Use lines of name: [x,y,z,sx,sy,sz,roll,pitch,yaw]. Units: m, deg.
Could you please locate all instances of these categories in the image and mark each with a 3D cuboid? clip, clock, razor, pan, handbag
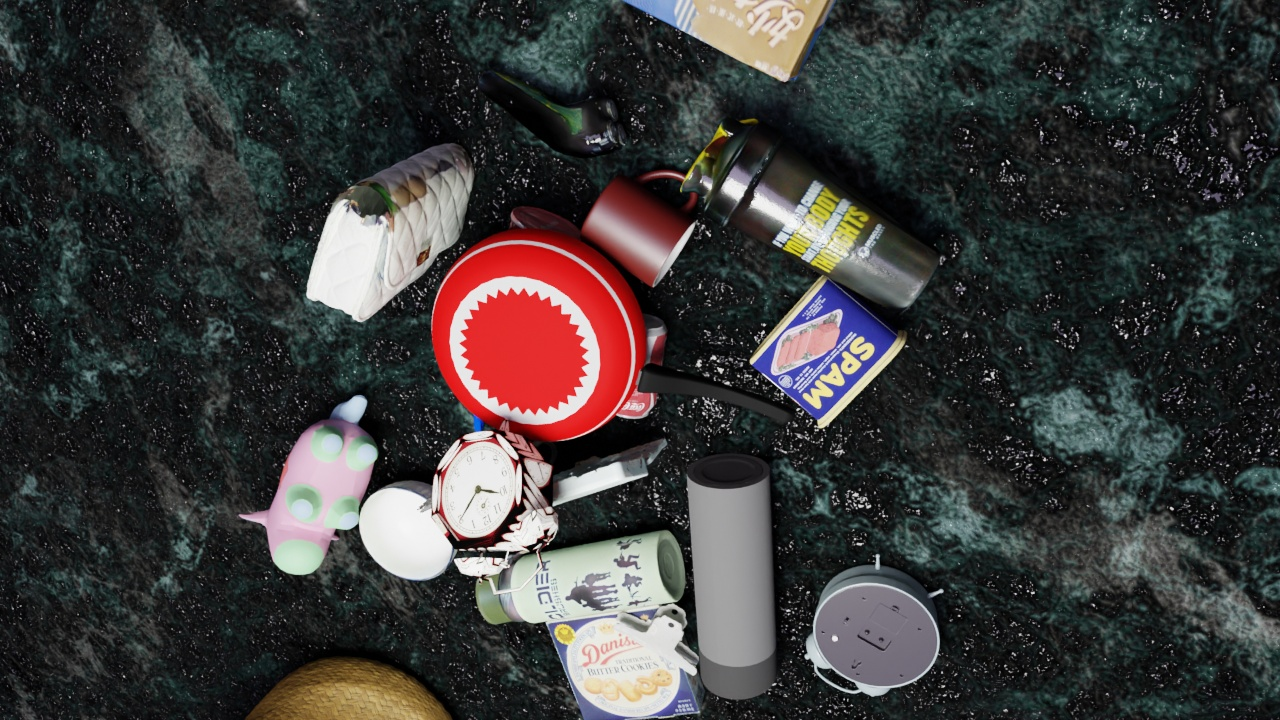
clip: [0.024,0.291,0.968,0.102,0.050,0.059,29,126,2]
clock: [0.235,0.280,0.942,0.122,0.045,0.160,28,116,6]
razor: [-0.082,-0.236,0.857,0.151,0.053,0.067,32,105,11]
pan: [-0.030,0.005,0.858,0.356,0.067,0.209,19,116,7]
clock: [-0.127,0.140,0.848,0.115,0.065,0.154,-33,61,20]
handbag: [-0.225,-0.123,0.861,0.072,0.194,0.139,28,118,-1]

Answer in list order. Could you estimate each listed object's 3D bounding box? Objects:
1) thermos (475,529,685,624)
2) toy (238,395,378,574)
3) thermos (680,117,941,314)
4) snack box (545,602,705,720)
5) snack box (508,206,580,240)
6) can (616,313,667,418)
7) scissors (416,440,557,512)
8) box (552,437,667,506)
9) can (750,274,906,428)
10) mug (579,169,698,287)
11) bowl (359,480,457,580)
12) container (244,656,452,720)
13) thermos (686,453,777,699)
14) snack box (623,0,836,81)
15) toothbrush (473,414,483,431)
thermos: [-0.072,0.239,1.007,0.232,0.082,0.082,-15,104,22]
toy: [-0.367,0.141,1.049,0.120,0.171,0.222,21,84,-28]
thermos: [0.149,-0.127,0.800,0.221,0.098,0.098,31,115,1]
snack box: [-0.017,0.337,1.042,0.145,0.042,0.145,-14,105,21]
snack box: [-0.111,-0.082,0.906,0.072,0.072,0.121,27,116,7]
can: [-0.005,0.005,0.913,0.054,0.053,0.097,13,112,13]
scissors: [-0.163,0.128,0.995,0.121,0.012,0.171,31,91,-5]
box: [-0.077,0.129,0.935,0.197,0.134,0.040,-20,85,23]
can: [0.171,-0.011,0.851,0.092,0.056,0.116,40,116,2]
mug: [0.006,-0.134,0.856,0.082,0.073,0.105,34,87,4]
bowl: [-0.254,0.185,1.051,0.118,0.062,0.118,6,111,15]
container: [-0.374,0.528,1.141,0.307,0.196,0.307,5,109,14]
thermos: [0.096,0.222,0.943,0.082,0.082,0.241,1,109,17]
snack box: [0.070,-0.345,0.754,0.203,0.069,0.155,29,115,6]
toothbrush: [-0.172,-0.004,0.983,0.018,0.016,0.183,6,110,10]
